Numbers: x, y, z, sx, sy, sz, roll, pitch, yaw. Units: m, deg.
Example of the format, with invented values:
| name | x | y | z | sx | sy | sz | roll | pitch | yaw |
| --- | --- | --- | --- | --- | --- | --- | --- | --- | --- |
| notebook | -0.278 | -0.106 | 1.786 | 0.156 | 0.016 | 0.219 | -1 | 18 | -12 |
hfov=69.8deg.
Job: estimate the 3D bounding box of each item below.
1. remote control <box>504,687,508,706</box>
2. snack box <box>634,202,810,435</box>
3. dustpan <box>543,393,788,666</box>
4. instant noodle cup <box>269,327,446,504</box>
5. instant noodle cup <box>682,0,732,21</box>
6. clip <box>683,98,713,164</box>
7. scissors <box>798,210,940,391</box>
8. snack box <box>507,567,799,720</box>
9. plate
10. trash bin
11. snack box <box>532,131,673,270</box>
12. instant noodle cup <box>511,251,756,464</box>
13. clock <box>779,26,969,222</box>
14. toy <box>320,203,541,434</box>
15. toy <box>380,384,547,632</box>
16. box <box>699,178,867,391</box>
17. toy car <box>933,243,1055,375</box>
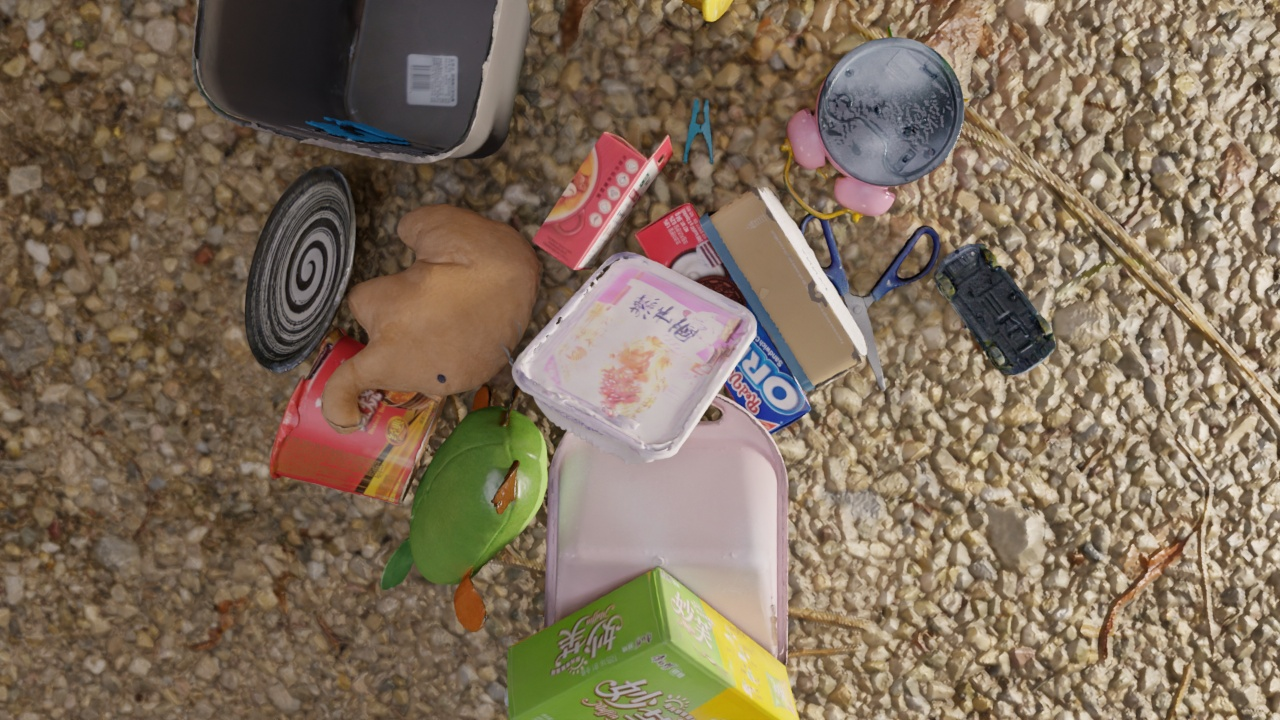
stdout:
| name | x | y | z | sx | sy | sz | roll | pitch | yaw |
| --- | --- | --- | --- | --- | --- | --- | --- | --- | --- |
| remote control | -0.060 | 0.287 | 0.826 | 0.136 | 0.020 | 0.056 | -34 | 126 | 25 |
| snack box | 0.072 | -0.034 | 0.789 | 0.057 | 0.058 | 0.207 | -30 | 95 | 9 |
| dustpan | 0.027 | 0.158 | 0.807 | 0.222 | 0.138 | 0.274 | 3 | 138 | 1 |
| instant noodle cup | -0.235 | 0.056 | 0.785 | 0.108 | 0.138 | 0.138 | 22 | 97 | -8 |
| instant noodle cup | 0.034 | -0.354 | 0.720 | 0.110 | 0.138 | 0.138 | 26 | 97 | 8 |
| clip | 0.051 | -0.197 | 0.792 | 0.038 | 0.013 | 0.055 | 1 | 96 | 3 |
| scissors | 0.192 | -0.059 | 0.802 | 0.162 | 0.012 | 0.176 | -33 | 96 | 7 |
| snack box | 0.014 | 0.276 | 0.762 | 0.158 | 0.070 | 0.210 | -32 | 127 | 18 |
| plate | -0.282 | -0.075 | 0.774 | 0.180 | 0.024 | 0.179 | -15 | 67 | 40 |
| trash bin | -0.185 | -0.247 | 0.697 | 0.199 | 0.219 | 0.199 | 13 | 96 | 1 |
| snack box | -0.028 | -0.137 | 0.753 | 0.044 | 0.113 | 0.127 | 36 | 97 | 0 |
| instant noodle cup | -0.004 | 0.004 | 0.711 | 0.138 | 0.173 | 0.060 | 28 | 139 | 12 |
| clock | 0.188 | -0.188 | 0.763 | 0.117 | 0.059 | 0.158 | 43 | 96 | -3 |
| toy | -0.165 | -0.031 | 0.743 | 0.143 | 0.083 | 0.225 | 20 | 57 | 6 |
| toy | -0.135 | 0.111 | 0.761 | 0.090 | 0.226 | 0.248 | 18 | 137 | -22 |
| box | 0.118 | -0.068 | 0.759 | 0.059 | 0.089 | 0.184 | -34 | 88 | 20 |
| toy car | 0.302 | -0.044 | 0.786 | 0.054 | 0.036 | 0.120 | -35 | 84 | 7 |
